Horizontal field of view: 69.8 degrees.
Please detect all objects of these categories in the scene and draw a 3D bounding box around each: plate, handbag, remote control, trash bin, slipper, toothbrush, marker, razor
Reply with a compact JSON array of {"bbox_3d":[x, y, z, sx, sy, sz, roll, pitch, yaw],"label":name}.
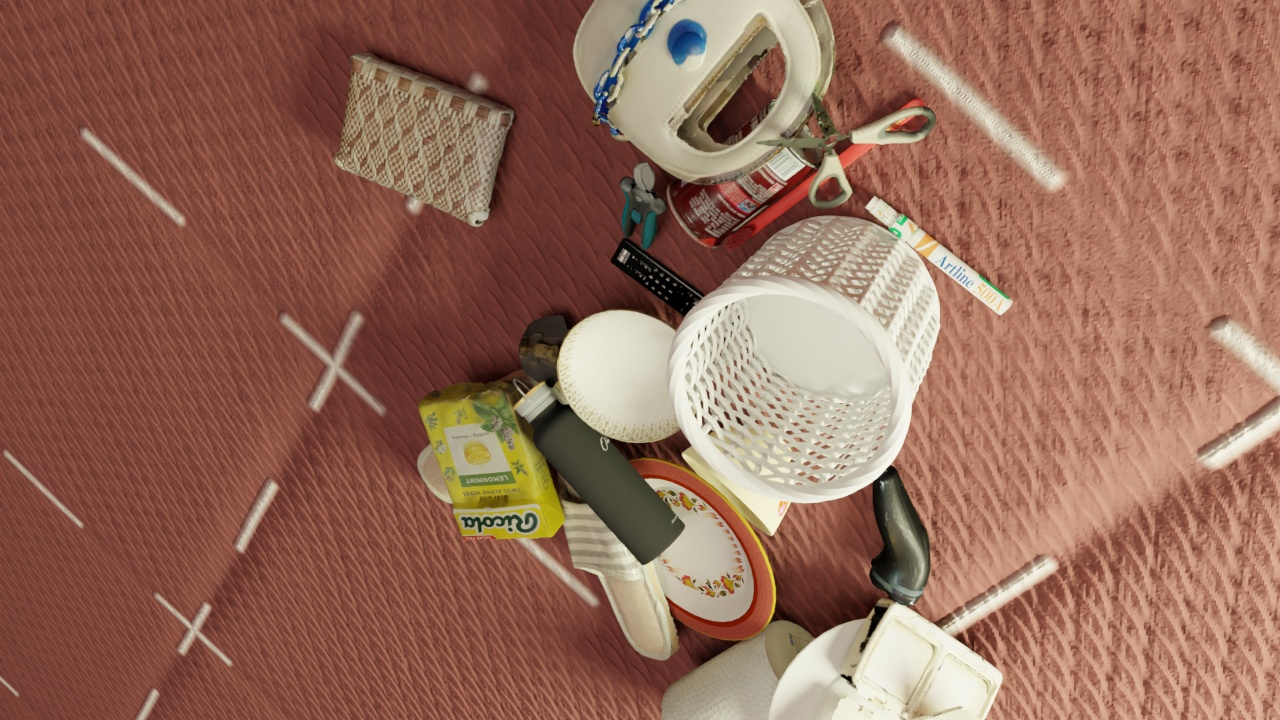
[{"bbox_3d":[0.053,0.201,0.990,0.230,0.021,0.230,26,132,32],"label":"plate"},{"bbox_3d":[-0.222,-0.225,0.933,0.186,0.046,0.124,24,114,14],"label":"handbag"},{"bbox_3d":[0.032,-0.069,0.903,0.140,0.009,0.030,37,124,6],"label":"remote control"},{"bbox_3d":[0.123,0.371,1.004,0.133,0.133,0.162,43,119,2],"label":"trash bin"},{"bbox_3d":[0.228,0.363,0.930,0.208,0.015,0.208,-2,98,-14],"label":"plate"},{"bbox_3d":[-0.030,0.228,1.037,0.115,0.053,0.273,1,117,50],"label":"slipper"},{"bbox_3d":[0.153,-0.156,0.796,0.213,0.017,0.012,-35,95,34],"label":"toothbrush"},{"bbox_3d":[0.252,-0.090,0.779,0.145,0.017,0.017,39,124,4],"label":"marker"},{"bbox_3d":[0.049,-0.243,0.729,0.199,0.092,0.201,53,124,17],"label":"handbag"},{"bbox_3d":[0.244,0.168,0.888,0.064,0.052,0.140,-11,107,22],"label":"razor"},{"bbox_3d":[-0.174,0.100,1.062,0.264,0.052,0.115,-33,95,35],"label":"slipper"}]

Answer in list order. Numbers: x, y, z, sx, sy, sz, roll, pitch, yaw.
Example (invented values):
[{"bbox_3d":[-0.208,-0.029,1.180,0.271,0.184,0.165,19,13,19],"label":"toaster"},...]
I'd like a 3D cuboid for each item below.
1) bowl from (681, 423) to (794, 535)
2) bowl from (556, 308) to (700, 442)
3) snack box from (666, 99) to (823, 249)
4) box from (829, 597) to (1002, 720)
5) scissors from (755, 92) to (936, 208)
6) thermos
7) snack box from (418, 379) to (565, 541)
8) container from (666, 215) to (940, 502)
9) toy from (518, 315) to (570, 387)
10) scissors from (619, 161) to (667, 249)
[{"bbox_3d":[0.109,0.105,0.904,0.118,0.118,0.074,43,82,2],"label":"bowl"},{"bbox_3d":[-0.005,0.005,0.917,0.145,0.063,0.145,5,116,10],"label":"bowl"},{"bbox_3d":[0.089,-0.160,0.794,0.122,0.072,0.072,-36,95,33],"label":"snack box"},{"bbox_3d":[0.262,0.340,0.863,0.143,0.183,0.099,33,167,-5],"label":"box"},{"bbox_3d":[0.163,-0.169,0.729,0.157,0.171,0.012,-21,66,-5],"label":"scissors"},{"bbox_3d":[-0.053,0.105,0.945,0.231,0.061,0.061,48,125,1],"label":"thermos"},{"bbox_3d":[-0.165,0.112,1.006,0.121,0.045,0.181,-6,110,24],"label":"snack box"},{"bbox_3d":[0.143,-0.009,0.770,0.189,0.186,0.189,11,118,21],"label":"container"},{"bbox_3d":[-0.076,-0.007,0.962,0.100,0.062,0.076,9,97,3],"label":"toy"},{"bbox_3d":[0.006,-0.136,0.830,0.139,0.019,0.136,48,160,-30],"label":"scissors"}]
